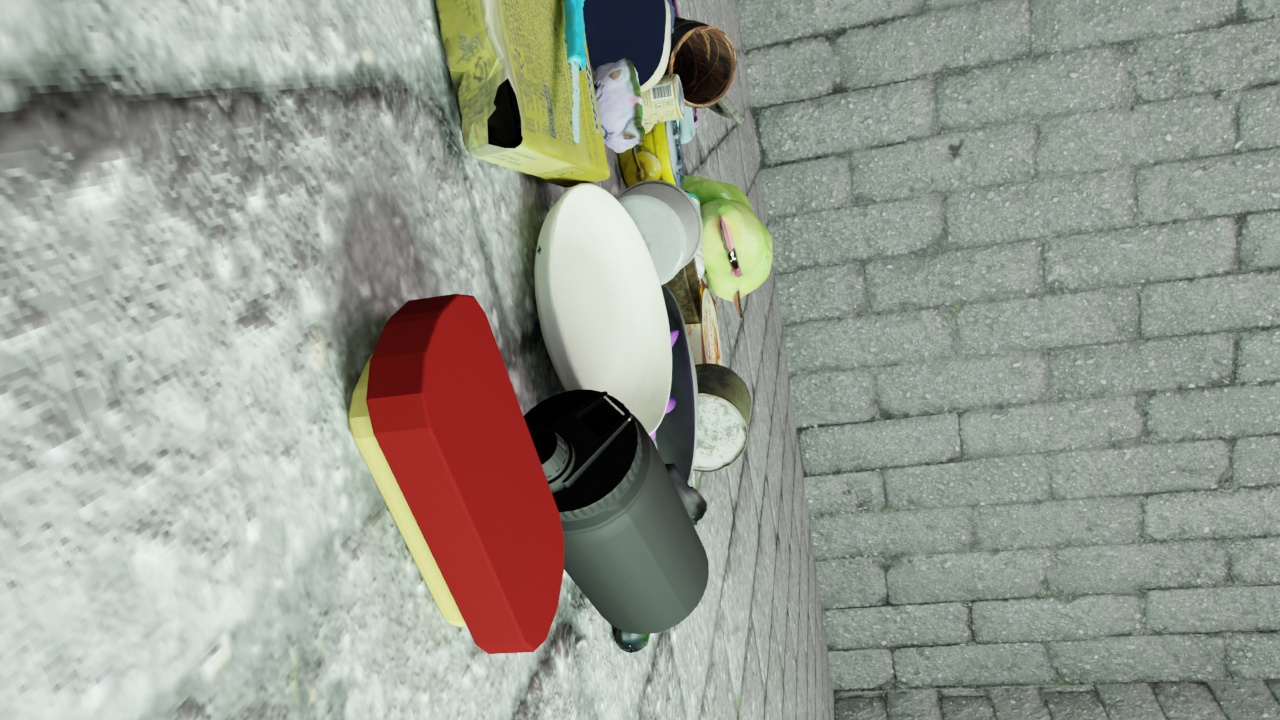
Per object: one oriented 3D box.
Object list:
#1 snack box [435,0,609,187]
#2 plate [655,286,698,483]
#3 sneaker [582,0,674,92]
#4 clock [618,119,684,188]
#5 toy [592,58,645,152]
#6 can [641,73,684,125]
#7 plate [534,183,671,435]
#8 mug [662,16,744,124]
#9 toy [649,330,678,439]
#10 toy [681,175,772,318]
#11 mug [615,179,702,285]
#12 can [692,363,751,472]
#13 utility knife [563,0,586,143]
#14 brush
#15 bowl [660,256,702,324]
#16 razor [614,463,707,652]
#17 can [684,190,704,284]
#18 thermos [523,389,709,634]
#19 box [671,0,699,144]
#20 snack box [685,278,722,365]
[{"bbox_3d":[-0.071,-0.175,0.567,0.180,0.045,0.121,-24,105,-74],"label":"snack box"},{"bbox_3d":[0.030,0.023,0.810,0.178,0.012,0.178,174,-89,-79],"label":"plate"},{"bbox_3d":[0.011,-0.325,0.826,0.118,0.092,0.233,10,63,-52],"label":"sneaker"},{"bbox_3d":[0.010,-0.208,0.902,0.118,0.057,0.083,-15,99,-77],"label":"clock"},{"bbox_3d":[-0.032,-0.192,0.677,0.100,0.036,0.080,9,-65,58],"label":"toy"},{"bbox_3d":[-0.004,-0.224,0.800,0.038,0.079,0.038,-6,89,-77],"label":"can"},{"bbox_3d":[-0.029,-0.031,0.647,0.182,0.034,0.182,41,44,-55],"label":"plate"},{"bbox_3d":[0.043,-0.281,0.895,0.115,0.080,0.107,39,1,-38],"label":"mug"},{"bbox_3d":[-0.001,0.012,0.741,0.106,0.056,0.087,44,48,-31],"label":"toy"},{"bbox_3d":[0.102,-0.148,1.090,0.196,0.107,0.150,57,-10,50],"label":"toy"},{"bbox_3d":[0.001,-0.094,0.783,0.070,0.084,0.113,-55,169,-67],"label":"mug"},{"bbox_3d":[0.067,0.058,0.943,0.074,0.090,0.090,-70,150,-64],"label":"can"},{"bbox_3d":[-0.040,-0.197,0.564,0.022,0.015,0.166,58,24,-53],"label":"utility knife"},{"bbox_3d":[-0.080,0.055,0.414,0.082,0.042,0.173,-78,157,-55],"label":"brush"},{"bbox_3d":[0.020,-0.090,0.885,0.121,0.056,0.121,-9,89,-80],"label":"bowl"},{"bbox_3d":[0.013,0.154,0.721,0.054,0.067,0.151,65,30,-49],"label":"razor"},{"bbox_3d":[0.040,-0.131,0.998,0.055,0.055,0.101,45,40,-69],"label":"can"},{"bbox_3d":[-0.019,0.091,0.559,0.199,0.086,0.086,66,21,-52],"label":"thermos"},{"bbox_3d":[-0.004,-0.332,0.975,0.090,0.091,0.214,31,-36,49],"label":"box"},{"bbox_3d":[0.066,-0.016,1.080,0.147,0.041,0.143,39,45,-72],"label":"snack box"}]
